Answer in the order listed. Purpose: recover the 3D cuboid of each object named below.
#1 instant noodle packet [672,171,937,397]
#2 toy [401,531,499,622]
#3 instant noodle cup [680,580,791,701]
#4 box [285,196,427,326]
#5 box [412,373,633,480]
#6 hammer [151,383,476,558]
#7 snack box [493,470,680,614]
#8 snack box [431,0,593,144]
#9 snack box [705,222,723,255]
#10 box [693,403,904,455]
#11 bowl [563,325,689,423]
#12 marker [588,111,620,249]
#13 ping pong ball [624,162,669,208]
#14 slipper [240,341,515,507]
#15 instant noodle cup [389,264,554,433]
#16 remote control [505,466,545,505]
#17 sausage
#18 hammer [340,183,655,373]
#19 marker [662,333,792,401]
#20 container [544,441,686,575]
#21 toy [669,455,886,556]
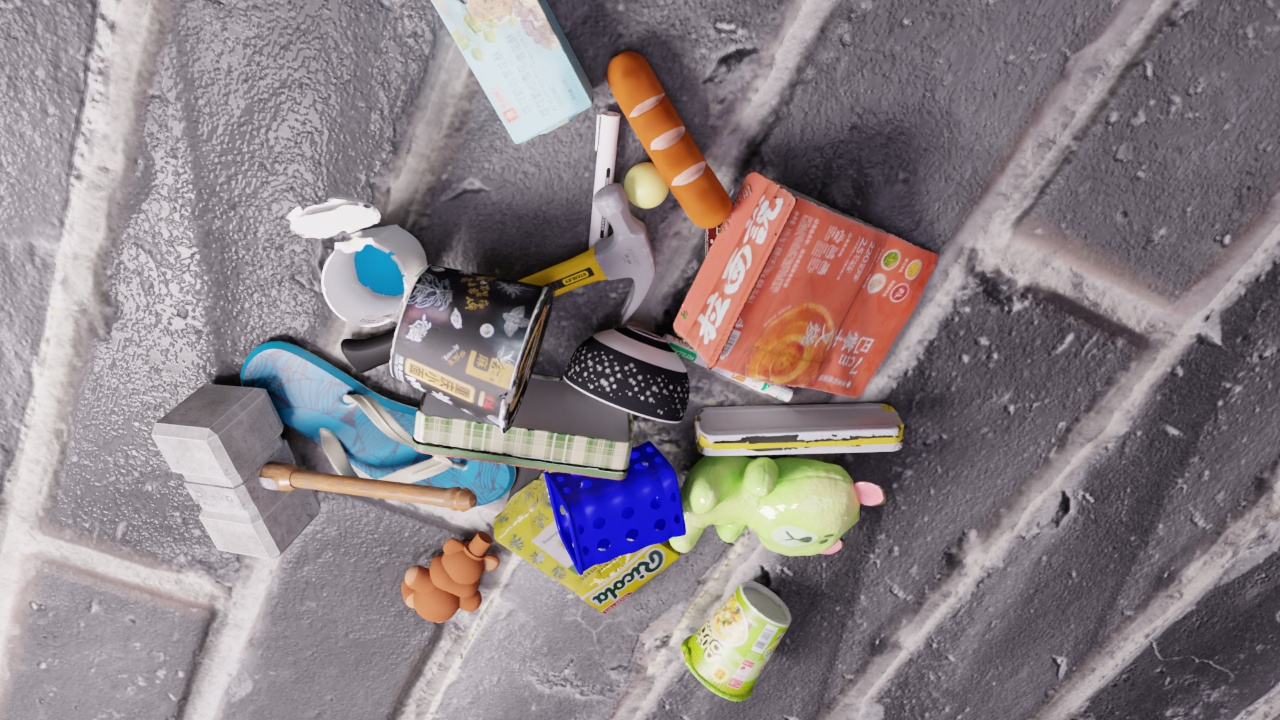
[{"bbox_3d":[0.165,-0.053,0.835,0.220,0.084,0.164,15,110,-31],"label":"instant noodle packet"},{"bbox_3d":[-0.211,0.238,1.028,0.095,0.065,0.128,31,106,-26],"label":"toy"},{"bbox_3d":[0.117,0.318,1.060,0.099,0.098,0.108,28,108,-16],"label":"instant noodle cup"},{"bbox_3d":[-0.238,-0.091,0.782,0.084,0.155,0.126,-7,109,-2],"label":"box"},{"bbox_3d":[-0.110,0.058,0.888,0.205,0.117,0.051,7,117,-7],"label":"box"},{"bbox_3d":[-0.290,0.116,0.867,0.318,0.082,0.163,3,124,24],"label":"hammer"},{"bbox_3d":[-0.059,0.193,0.996,0.121,0.045,0.181,-40,119,16],"label":"snack box"},{"bbox_3d":[-0.110,-0.269,0.736,0.075,0.053,0.175,-24,117,13],"label":"snack box"},{"bbox_3d":[0.088,-0.070,0.867,0.051,0.031,0.141,-3,120,0],"label":"snack box"},{"bbox_3d":[0.159,0.073,0.933,0.210,0.064,0.037,-1,113,-1],"label":"box"},{"bbox_3d":[-0.005,0.005,0.865,0.120,0.120,0.066,19,97,-12],"label":"bowl"},{"bbox_3d":[-0.035,-0.156,0.822,0.020,0.017,0.134,-3,121,-18],"label":"marker"},{"bbox_3d":[0.005,-0.155,0.811,0.040,0.040,0.040,-1,120,-1],"label":"ping pong ball"},{"bbox_3d":[-0.269,0.082,0.930,0.295,0.060,0.118,31,118,-16],"label":"slipper"},{"bbox_3d":[-0.147,-0.017,0.797,0.112,0.137,0.137,17,118,-1],"label":"instant noodle cup"},{"bbox_3d":[-0.120,0.131,0.986,0.033,0.015,0.147,14,118,-9],"label":"remote control"},{"bbox_3d":[0.024,-0.186,0.779,0.039,0.044,0.164,-34,101,-8],"label":"sausage"},{"bbox_3d":[-0.137,-0.052,0.863,0.324,0.029,0.127,-20,126,15],"label":"hammer"},{"bbox_3d":[0.087,0.008,0.920,0.145,0.017,0.017,23,117,-14],"label":"marker"},{"bbox_3d":[-0.024,0.142,0.907,0.113,0.085,0.084,-17,115,-14],"label":"container"},{"bbox_3d":[0.133,0.145,0.954,0.196,0.107,0.150,2,139,-13],"label":"toy"}]
